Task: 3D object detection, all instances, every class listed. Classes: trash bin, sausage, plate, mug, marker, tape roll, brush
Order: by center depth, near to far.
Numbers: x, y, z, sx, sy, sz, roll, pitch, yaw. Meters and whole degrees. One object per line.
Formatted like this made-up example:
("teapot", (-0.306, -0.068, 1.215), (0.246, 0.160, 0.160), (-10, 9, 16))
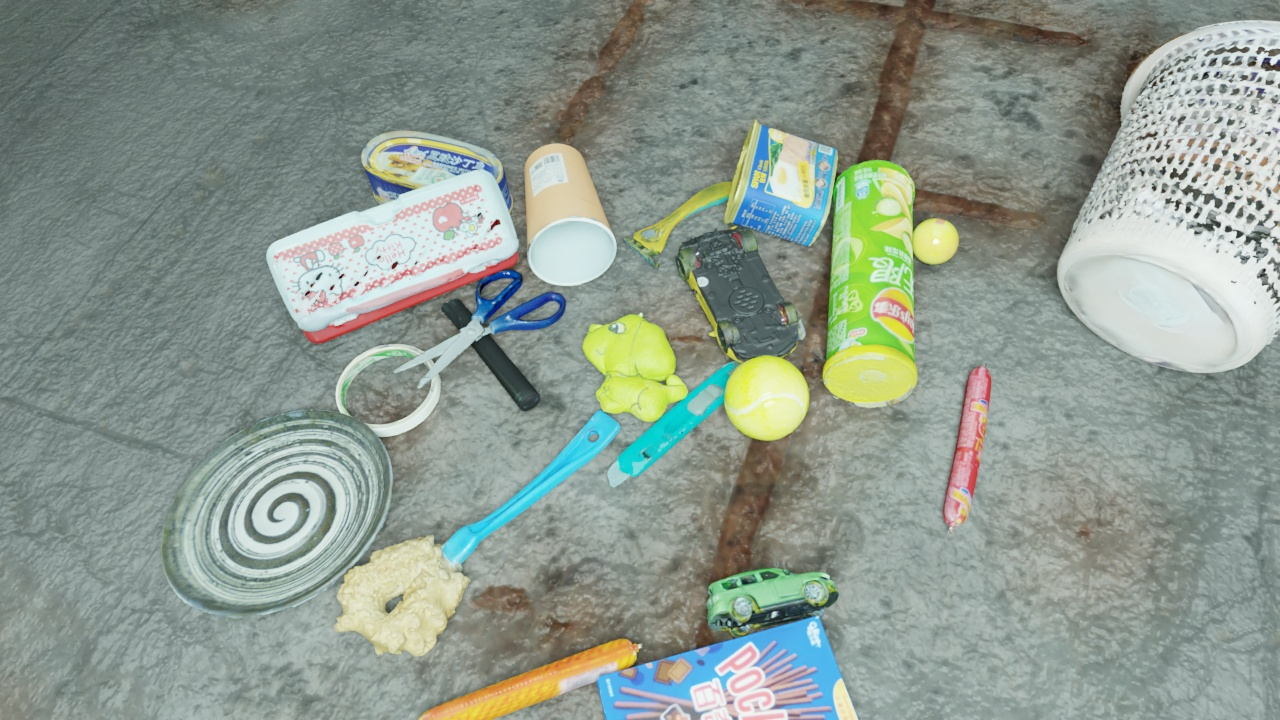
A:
("sausage", (-0.076, 0.221, 0.616), (0.165, 0.021, 0.021), (-18, 56, -8))
("brush", (-0.112, 0.122, 0.681), (0.083, 0.046, 0.254), (35, 61, 29))
("plate", (-0.271, 0.114, 0.696), (0.179, 0.024, 0.179), (-5, 51, 7))
("sausage", (0.251, 0.064, 0.701), (0.020, 0.020, 0.155), (15, 58, 14))
("trash bin", (0.438, -0.107, 0.703), (0.227, 0.227, 0.192), (34, 76, 24))
("tape roll", (-0.210, 0.024, 0.766), (0.086, 0.014, 0.085), (-2, 55, 3))
("marker", (-0.128, -0.007, 0.777), (0.132, 0.022, 0.020), (47, 110, 29))
("mug", (-0.071, -0.138, 0.834), (0.078, 0.078, 0.122), (-12, 51, -4))

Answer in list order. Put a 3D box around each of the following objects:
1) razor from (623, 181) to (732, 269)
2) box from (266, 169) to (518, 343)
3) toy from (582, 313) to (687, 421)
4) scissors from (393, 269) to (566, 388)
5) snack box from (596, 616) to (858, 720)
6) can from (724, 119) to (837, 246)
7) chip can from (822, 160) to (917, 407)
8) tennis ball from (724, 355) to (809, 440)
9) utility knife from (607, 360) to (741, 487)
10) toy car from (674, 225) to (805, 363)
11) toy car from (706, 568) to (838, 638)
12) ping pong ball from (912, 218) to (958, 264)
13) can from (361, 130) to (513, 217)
("razor", (0.046, -0.135, 0.851), (0.132, 0.028, 0.043), (-36, 57, -21))
("box", (-0.210, -0.097, 0.787), (0.201, 0.099, 0.095), (-23, 39, -12))
("toy", (-0.004, 0.004, 0.753), (0.097, 0.031, 0.099), (13, 56, 9))
("scissors", (-0.142, -0.032, 0.775), (0.170, 0.012, 0.141), (-12, 45, -23))
("snack box", (0.057, 0.229, 0.597), (0.157, 0.026, 0.084), (-14, 55, -5))
("can", (0.128, -0.159, 0.834), (0.083, 0.057, 0.101), (17, 58, -2))
("chip can", (0.193, -0.071, 0.767), (0.072, 0.073, 0.220), (5, 56, 8))
("tennis ball", (0.097, 0.029, 0.708), (0.065, 0.066, 0.065), (-2, 55, 3))
("utility knife", (0.035, 0.047, 0.733), (0.164, 0.013, 0.029), (-39, 60, -21))
("toy car", (0.082, -0.054, 0.781), (0.071, 0.041, 0.155), (-19, 55, -9))
("toy car", (0.090, 0.164, 0.629), (0.091, 0.043, 0.036), (-8, 55, -1))
("ping pong ball", (0.258, -0.104, 0.803), (0.040, 0.040, 0.040), (-2, 55, 3))
("can", (-0.195, -0.173, 0.880), (0.148, 0.049, 0.074), (17, 58, 16))
